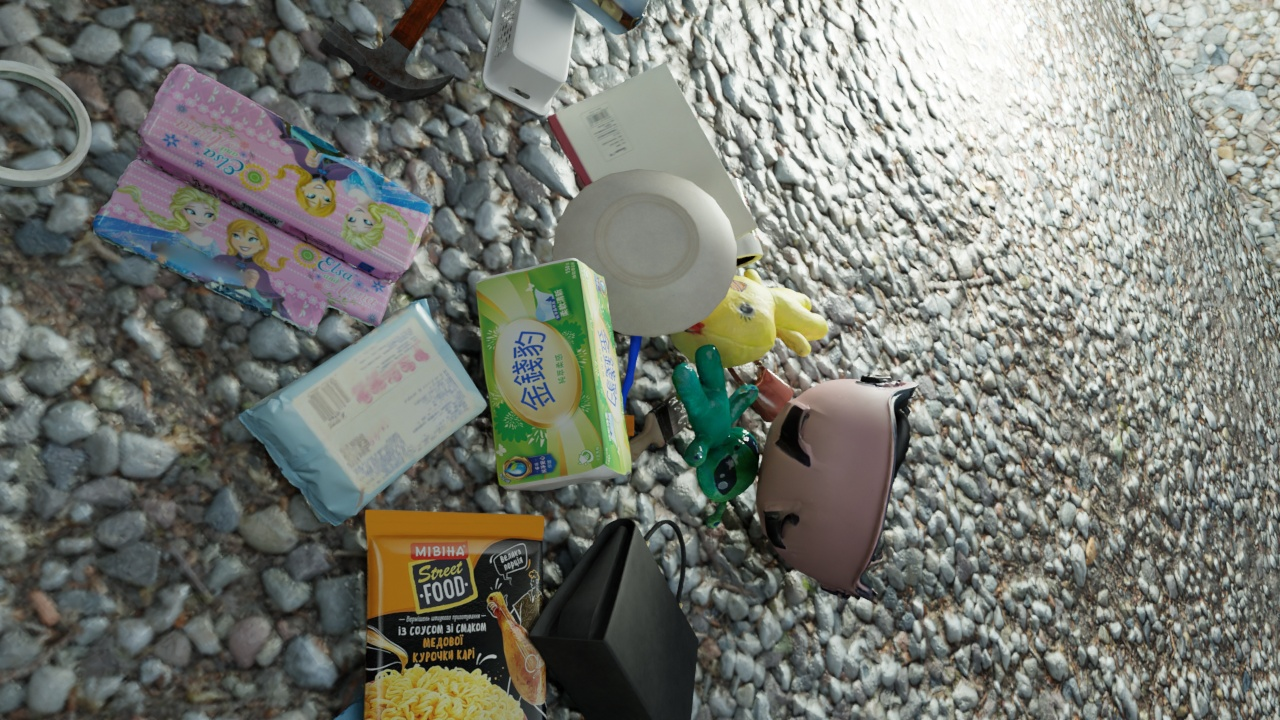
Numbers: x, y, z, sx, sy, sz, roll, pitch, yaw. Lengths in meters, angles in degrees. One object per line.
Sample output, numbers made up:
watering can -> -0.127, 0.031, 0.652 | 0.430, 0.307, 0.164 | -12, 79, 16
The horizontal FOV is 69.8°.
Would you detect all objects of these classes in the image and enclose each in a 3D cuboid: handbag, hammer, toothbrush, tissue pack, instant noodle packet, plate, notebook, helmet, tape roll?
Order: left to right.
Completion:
tape roll -> -0.448, -0.170, 0.659 | 0.093, 0.013, 0.093 | 13, 69, -36
tissue pack -> -0.213, 0.038, 0.743 | 0.181, 0.070, 0.112 | -43, 104, -41
hammer -> -0.198, -0.375, 0.915 | 0.111, 0.028, 0.299 | 35, 56, -24
instant noodle packet -> -0.141, 0.230, 0.718 | 0.159, 0.032, 0.220 | 9, 70, -37
tissue pack -> -0.068, 0.020, 0.848 | 0.141, 0.120, 0.197 | 27, 60, -72
handbag -> -0.041, -0.433, 0.966 | 0.121, 0.119, 0.191 | 30, 30, -29
toothbrush -> -0.006, 0.005, 0.923 | 0.018, 0.016, 0.182 | 7, 47, 2
plate -> 0.005, -0.116, 0.929 | 0.188, 0.027, 0.188 | 1, 71, -4
handbag -> 0.005, 0.226, 0.833 | 0.176, 0.072, 0.195 | 65, 34, -31
notebook -> 0.014, -0.201, 0.985 | 0.153, 0.012, 0.208 | -29, 89, -14
handbag -> 0.122, 0.013, 1.048 | 0.119, 0.029, 0.055 | 46, 55, -11
helmet -> 0.200, 0.120, 0.954 | 0.255, 0.152, 0.230 | -23, 126, -76

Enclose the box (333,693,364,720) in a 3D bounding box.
box -> -0.146, 0.340, 0.722 | 0.174, 0.034, 0.231 | -33, 97, -39

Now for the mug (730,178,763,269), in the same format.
mug -> 0.077, -0.146, 1.036 | 0.105, 0.073, 0.089 | -14, 84, -14

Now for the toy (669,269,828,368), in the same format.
toy -> 0.112, -0.046, 0.997 | 0.207, 0.092, 0.133 | -9, 44, -25

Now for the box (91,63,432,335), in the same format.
box -> -0.298, -0.118, 0.750 | 0.230, 0.035, 0.159 | 28, 61, -28

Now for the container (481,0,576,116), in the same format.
container -> -0.111, -0.331, 0.954 | 0.080, 0.050, 0.129 | 20, 64, -32

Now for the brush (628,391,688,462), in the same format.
brush -> 0.016, 0.068, 0.919 | 0.151, 0.012, 0.039 | -32, 104, -62

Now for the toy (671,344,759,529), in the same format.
toy -> 0.075, 0.077, 0.943 | 0.130, 0.072, 0.193 | -39, 121, -38
